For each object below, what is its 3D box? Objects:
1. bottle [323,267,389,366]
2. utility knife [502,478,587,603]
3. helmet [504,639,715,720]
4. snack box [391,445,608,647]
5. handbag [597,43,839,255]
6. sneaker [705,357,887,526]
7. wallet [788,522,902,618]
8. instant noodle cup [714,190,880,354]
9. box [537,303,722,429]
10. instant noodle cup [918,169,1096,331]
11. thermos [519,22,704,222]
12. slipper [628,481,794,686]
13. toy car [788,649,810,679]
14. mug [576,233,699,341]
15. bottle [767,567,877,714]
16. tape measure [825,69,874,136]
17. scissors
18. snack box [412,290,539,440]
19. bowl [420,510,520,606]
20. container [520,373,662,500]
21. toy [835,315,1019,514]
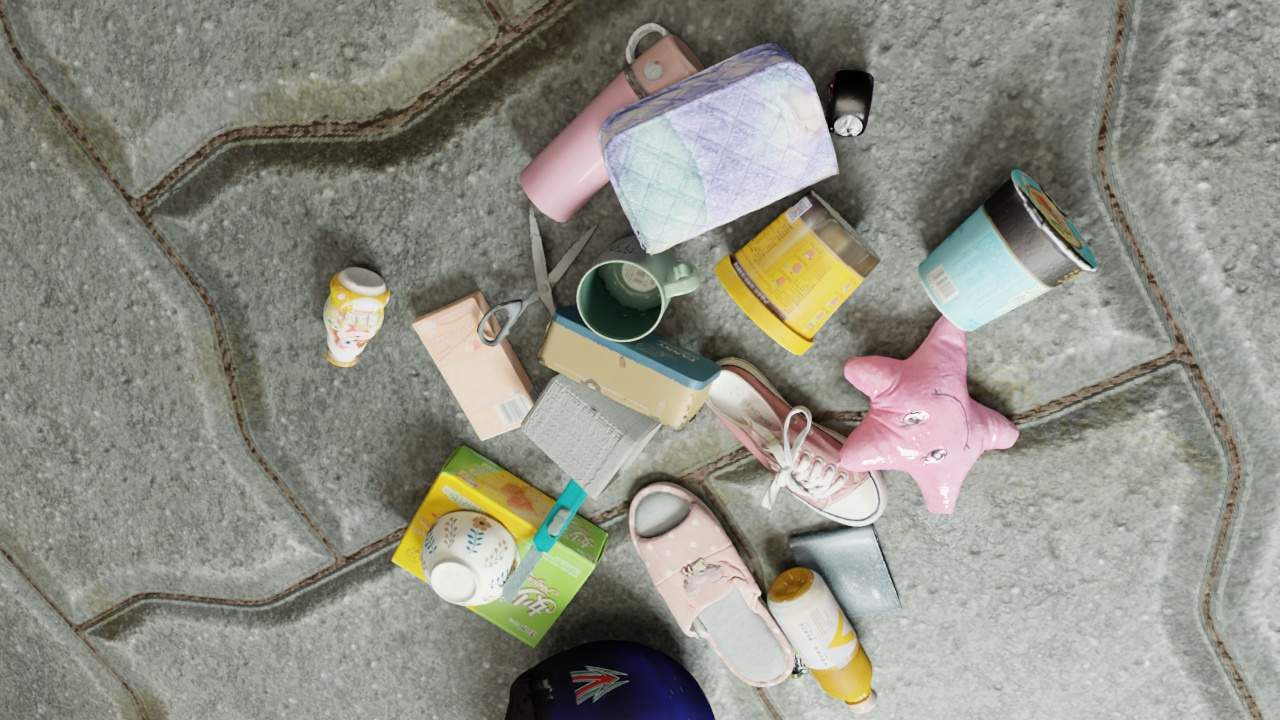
[{"bbox_3d":[-0.317,-0.046,1.009,0.063,0.063,0.109,25,117,1],"label":"bottle"},{"bbox_3d":[-0.090,0.177,1.022,0.029,0.013,0.216,33,84,3],"label":"utility knife"},{"bbox_3d":[-0.032,0.481,1.081,0.240,0.247,0.316,4,120,-17],"label":"helmet"},{"bbox_3d":[-0.167,0.221,1.089,0.210,0.069,0.158,32,116,-2],"label":"snack box"},{"bbox_3d":[0.068,-0.186,0.814,0.194,0.075,0.134,-21,124,8],"label":"handbag"},{"bbox_3d":[0.156,0.096,0.947,0.241,0.087,0.118,42,116,-6],"label":"sneaker"},{"bbox_3d":[0.231,0.240,1.034,0.097,0.019,0.121,-16,110,21],"label":"wallet"},{"bbox_3d":[0.150,-0.086,0.856,0.118,0.118,0.115,42,109,-7],"label":"instant noodle cup"},{"bbox_3d":[-0.006,0.005,0.918,0.184,0.089,0.060,23,108,13],"label":"box"},{"bbox_3d":[0.321,-0.090,0.824,0.111,0.111,0.121,43,124,-8],"label":"instant noodle cup"},{"bbox_3d":[-0.031,-0.225,0.864,0.199,0.067,0.087,-40,75,26],"label":"thermos"},{"bbox_3d":[0.078,0.260,1.042,0.114,0.054,0.274,-32,94,23],"label":"slipper"},{"bbox_3d":[0.158,0.350,1.088,0.091,0.036,0.043,-5,112,17],"label":"toy car"},{"bbox_3d":[0.004,-0.077,0.895,0.112,0.106,0.082,-7,111,16],"label":"mug"},{"bbox_3d":[0.210,0.319,1.032,0.068,0.067,0.189,-25,109,22],"label":"bottle"},{"bbox_3d":[0.183,-0.228,0.813,0.039,0.057,0.058,9,107,7],"label":"tape measure"},{"bbox_3d":[-0.099,-0.070,0.962,0.181,0.014,0.159,-37,114,12],"label":"scissors"},{"bbox_3d":[-0.178,0.008,1.020,0.085,0.026,0.157,-21,107,21],"label":"snack box"},{"bbox_3d":[-0.197,0.232,1.027,0.113,0.062,0.114,5,115,10],"label":"bowl"},{"bbox_3d":[-0.054,0.070,0.978,0.114,0.090,0.090,39,113,8],"label":"container"},{"bbox_3d":[0.275,0.069,0.908,0.178,0.074,0.194,-29,103,0],"label":"toy"}]
